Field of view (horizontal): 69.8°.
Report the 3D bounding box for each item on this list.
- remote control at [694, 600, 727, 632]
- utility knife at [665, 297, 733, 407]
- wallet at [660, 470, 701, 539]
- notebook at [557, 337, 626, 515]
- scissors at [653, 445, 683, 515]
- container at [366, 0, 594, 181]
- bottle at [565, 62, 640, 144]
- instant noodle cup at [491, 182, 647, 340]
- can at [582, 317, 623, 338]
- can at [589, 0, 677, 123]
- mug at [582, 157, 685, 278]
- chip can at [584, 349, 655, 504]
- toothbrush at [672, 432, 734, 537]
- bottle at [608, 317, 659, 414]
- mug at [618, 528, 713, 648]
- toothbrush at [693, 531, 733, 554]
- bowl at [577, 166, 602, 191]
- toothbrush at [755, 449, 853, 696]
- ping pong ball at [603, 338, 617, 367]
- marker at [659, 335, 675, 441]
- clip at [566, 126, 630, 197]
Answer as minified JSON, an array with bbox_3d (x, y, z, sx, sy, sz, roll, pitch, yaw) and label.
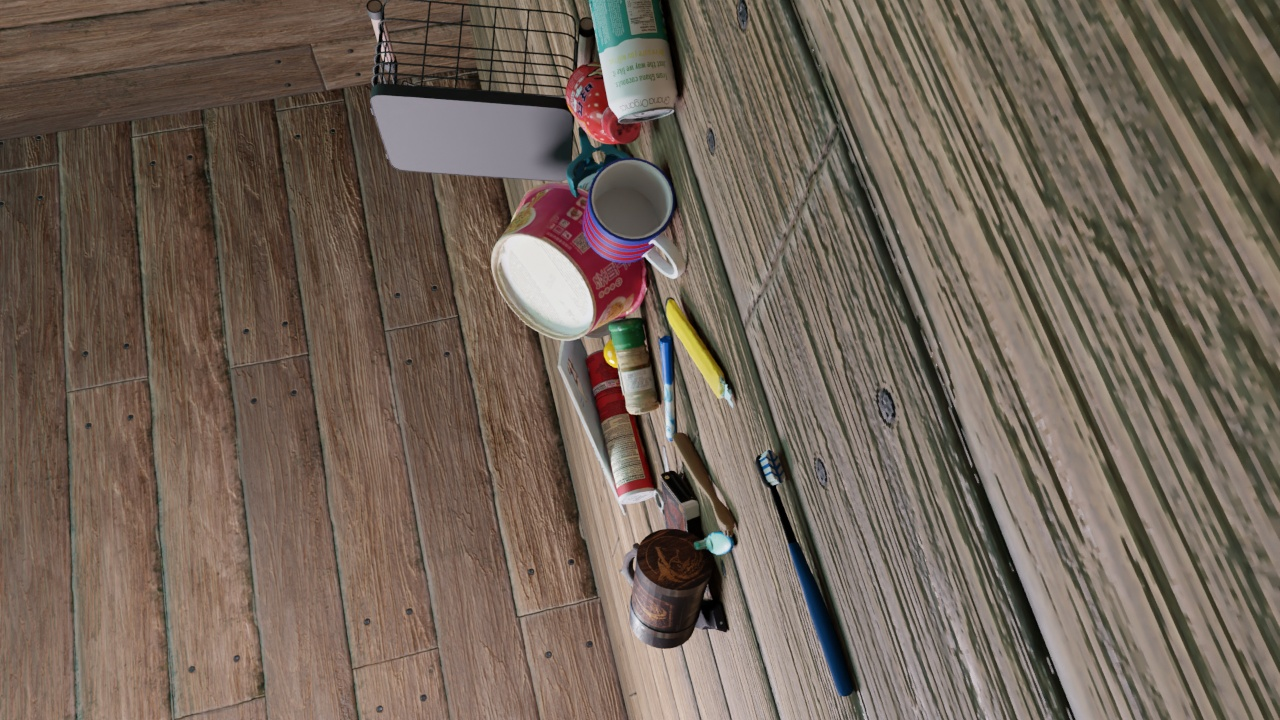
[{"bbox_3d":[0.073,0.284,1.020,0.136,0.015,0.032,117,141,-75],"label":"remote control"},{"bbox_3d":[0.049,-0.008,0.797,0.164,0.017,0.030,-114,11,-55],"label":"utility knife"},{"bbox_3d":[0.047,0.189,1.026,0.072,0.019,0.123,-132,30,-53],"label":"wallet"},{"bbox_3d":[-0.065,0.072,1.316,0.180,0.009,0.253,-93,-17,-63],"label":"notebook"},{"bbox_3d":[0.043,0.178,1.075,0.142,0.014,0.161,141,111,-73],"label":"scissors"},{"bbox_3d":[-0.176,-0.299,1.013,0.163,0.241,0.130,110,163,-73],"label":"container"},{"bbox_3d":[-0.030,-0.234,0.851,0.137,0.062,0.062,-119,19,-58],"label":"bottle"},{"bbox_3d":[-0.088,-0.098,1.007,0.179,0.077,0.179,23,139,22],"label":"instant noodle cup"},{"bbox_3d":[-0.071,-0.094,1.239,0.132,0.070,0.070,-112,14,-47],"label":"can"},{"bbox_3d":[-0.005,-0.239,0.709,0.055,0.055,0.101,-158,57,-79],"label":"can"},{"bbox_3d":[0.000,-0.119,0.823,0.112,0.075,0.076,51,169,1],"label":"mug"},{"bbox_3d":[-0.030,0.090,1.282,0.052,0.051,0.214,100,156,-67],"label":"chip can"},{"bbox_3d":[0.060,0.116,0.890,0.166,0.016,0.016,-119,20,-60],"label":"toothbrush"},{"bbox_3d":[-0.006,0.006,1.072,0.043,0.043,0.111,-154,52,-79],"label":"bottle"},{"bbox_3d":[0.019,0.236,0.991,0.116,0.079,0.107,43,140,35],"label":"mug"},{"bbox_3d":[0.071,0.179,0.896,0.135,0.017,0.022,118,140,-76],"label":"toothbrush"},{"bbox_3d":[-0.058,-0.155,1.071,0.144,0.074,0.144,167,91,-81],"label":"bowl"},{"bbox_3d":[0.110,0.140,0.617,0.014,0.014,0.167,-37,62,42],"label":"toothbrush"},{"bbox_3d":[-0.027,-0.010,1.172,0.040,0.040,0.040,167,91,-81],"label":"ping pong ball"},{"bbox_3d":[0.030,0.033,0.976,0.013,0.013,0.142,-113,14,-50],"label":"marker"},{"bbox_3d":[-0.061,-0.205,0.958,0.130,0.121,0.031,50,161,46],"label":"clip"}]
